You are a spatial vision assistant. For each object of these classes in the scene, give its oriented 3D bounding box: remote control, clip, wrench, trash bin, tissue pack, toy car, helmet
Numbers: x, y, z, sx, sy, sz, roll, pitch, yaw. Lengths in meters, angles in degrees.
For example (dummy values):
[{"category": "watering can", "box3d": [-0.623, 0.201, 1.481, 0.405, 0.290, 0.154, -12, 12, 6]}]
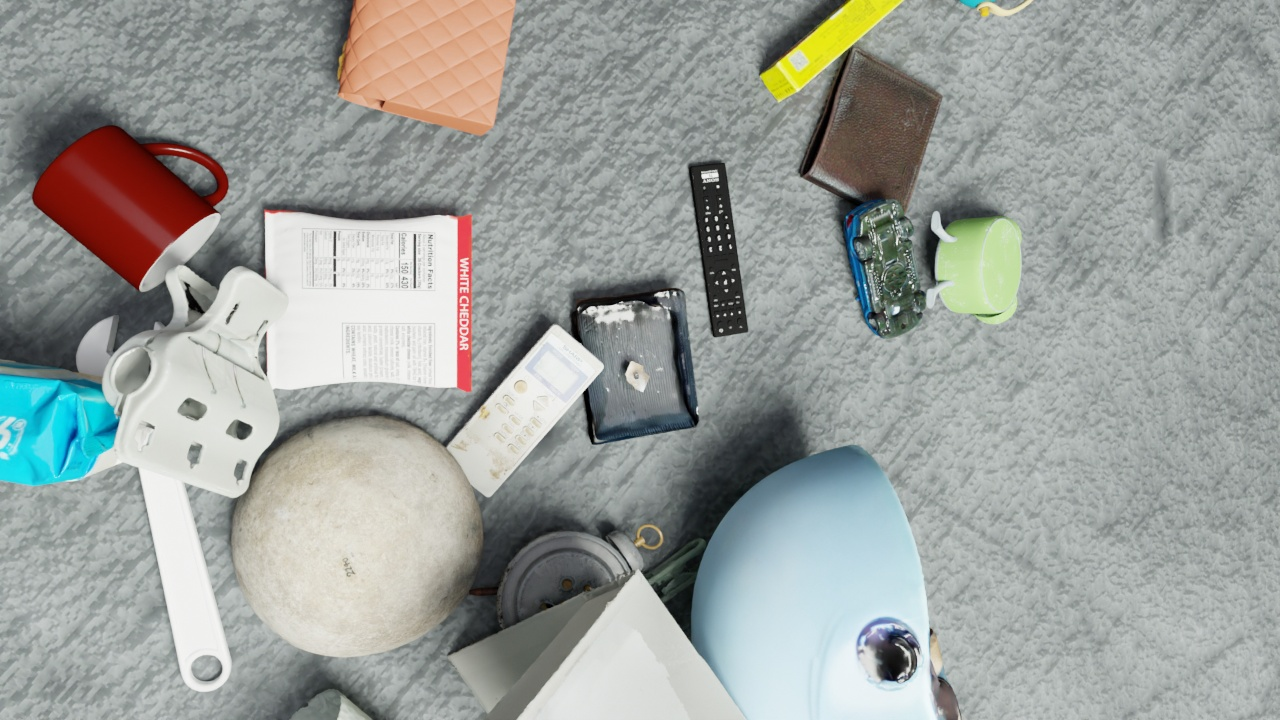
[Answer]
[{"category": "remote control", "box3d": [0.064, -0.090, 0.749, 0.030, 0.009, 0.140, -9, 94, -15]}, {"category": "clip", "box3d": [-0.287, 0.009, 0.604, 0.075, 0.125, 0.144, 0, 71, 10]}, {"category": "clip", "box3d": [0.026, 0.174, 0.741, 0.076, 0.023, 0.045, -32, 101, -10]}, {"category": "wrench", "box3d": [-0.332, 0.102, 0.644, 0.066, 0.018, 0.273, -12, 96, -14]}, {"category": "trash bin", "box3d": [-0.189, 0.331, 0.636, 0.161, 0.133, 0.133, 43, 81, -18]}, {"category": "tissue pack", "box3d": [-0.419, 0.030, 0.555, 0.209, 0.117, 0.066, 8, 90, -8]}, {"category": "toy car", "box3d": [0.204, -0.077, 0.768, 0.056, 0.043, 0.120, -25, 114, -13]}, {"category": "helmet", "box3d": [0.122, 0.196, 0.667, 0.166, 0.225, 0.265, -3, 93, -8]}, {"category": "remote control", "box3d": [-0.090, 0.038, 0.695, 0.050, 0.011, 0.136, 41, 93, -11]}]

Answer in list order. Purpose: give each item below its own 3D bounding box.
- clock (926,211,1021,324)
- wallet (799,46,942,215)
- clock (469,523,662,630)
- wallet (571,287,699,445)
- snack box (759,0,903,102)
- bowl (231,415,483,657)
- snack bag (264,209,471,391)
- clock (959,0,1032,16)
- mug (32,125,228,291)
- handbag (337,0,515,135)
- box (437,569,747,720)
[{"category": "clock", "box3d": [0.292, -0.079, 0.782, 0.119, 0.043, 0.094, 1, 94, -46]}, {"category": "wallet", "box3d": [0.197, -0.189, 0.773, 0.099, 0.031, 0.120, 22, 85, -18]}, {"category": "clock", "box3d": [-0.046, 0.172, 0.702, 0.147, 0.056, 0.104, -33, 96, -9]}, {"category": "wallet", "box3d": [-0.004, 0.004, 0.724, 0.089, 0.026, 0.115, -8, 94, -13]}, {"category": "snack box", "box3d": [0.164, -0.272, 0.755, 0.148, 0.040, 0.029, -42, 102, -11]}, {"category": "bowl", "box3d": [-0.200, 0.130, 0.643, 0.178, 0.081, 0.178, 0, 92, -12]}, {"category": "snack bag", "box3d": [-0.195, -0.042, 0.663, 0.144, 0.039, 0.131, 0, 95, -12]}, {"category": "clock", "box3d": [0.296, -0.359, 0.789, 0.129, 0.044, 0.099, 45, 80, -5]}, {"category": "mug", "box3d": [-0.330, -0.110, 0.615, 0.082, 0.073, 0.105, 43, 52, -13]}, {"category": "handbag", "box3d": [-0.149, -0.261, 0.658, 0.108, 0.060, 0.172, 10, 92, -21]}, {"category": "box", "box3d": [-0.057, 0.265, 0.650, 0.171, 0.381, 0.167, -36, 93, -26]}]
